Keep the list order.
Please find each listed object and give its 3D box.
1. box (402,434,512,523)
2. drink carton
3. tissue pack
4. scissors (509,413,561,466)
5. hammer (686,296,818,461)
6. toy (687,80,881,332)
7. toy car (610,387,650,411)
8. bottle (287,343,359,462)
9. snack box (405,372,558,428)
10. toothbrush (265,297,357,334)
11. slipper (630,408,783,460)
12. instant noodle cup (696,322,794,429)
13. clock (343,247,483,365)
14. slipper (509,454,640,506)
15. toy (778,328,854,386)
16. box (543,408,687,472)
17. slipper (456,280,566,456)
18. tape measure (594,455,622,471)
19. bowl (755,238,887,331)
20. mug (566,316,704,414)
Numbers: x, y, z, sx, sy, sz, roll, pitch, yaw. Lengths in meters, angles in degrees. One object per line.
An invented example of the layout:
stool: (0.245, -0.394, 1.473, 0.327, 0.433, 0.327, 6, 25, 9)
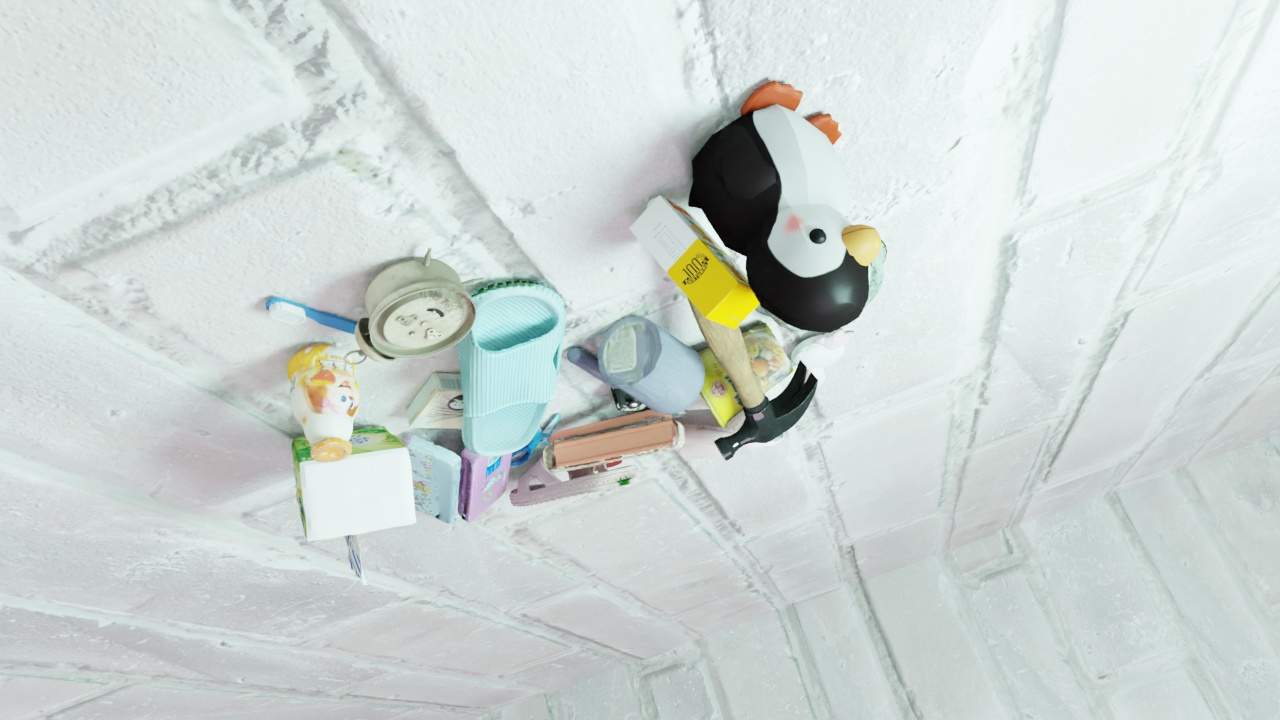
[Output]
box: (-0.228, 0.146, 1.153, 0.140, 0.062, 0.215, -7, 152, -16)
drink carton: (0.048, -0.088, 0.802, 0.040, 0.122, 0.058, -47, 153, 17)
tissue pack: (-0.294, 0.151, 0.937, 0.120, 0.141, 0.198, -6, -175, -16)
scissors: (-0.137, 0.105, 1.179, 0.113, 0.013, 0.141, -19, 156, -1)
hammer: (0.097, -0.018, 0.961, 0.132, 0.040, 0.305, -31, 133, -1)
toy: (0.116, -0.102, 0.748, 0.140, 0.184, 0.159, -34, 150, 30)
toy car: (0.008, 0.041, 1.115, 0.092, 0.040, 0.037, -3, 151, -28)
bottle: (-0.290, 0.039, 0.845, 0.063, 0.108, 0.063, -14, 150, -8)
snack box: (-0.176, 0.047, 1.027, 0.149, 0.026, 0.082, 5, 145, -37)
toothbrush: (-0.267, -0.028, 0.839, 0.016, 0.014, 0.166, -31, 152, 24)
slipper: (0.067, 0.095, 1.156, 0.222, 0.056, 0.106, 0, -171, 20)
instant noodle cup: (0.117, 0.012, 1.077, 0.108, 0.102, 0.102, -31, 152, 5)
clock: (-0.210, -0.039, 0.810, 0.141, 0.054, 0.093, -35, 150, 16)
slipper: (-0.090, 0.147, 1.202, 0.094, 0.064, 0.240, -7, 173, -39)
toy: (0.224, -0.008, 1.161, 0.075, 0.037, 0.126, -1, 147, -23)
box: (-0.031, 0.097, 1.114, 0.187, 0.055, 0.076, -13, -160, 22)
slipper: (-0.131, 0.027, 0.937, 0.115, 0.069, 0.277, -13, 144, -24)
tape measure: (-0.055, 0.134, 1.277, 0.059, 0.019, 0.051, -14, 150, -9)
bowl: (0.204, -0.077, 1.013, 0.157, 0.038, 0.158, -14, 153, -8)
mug: (-0.006, 0.006, 1.012, 0.124, 0.083, 0.104, -1, 162, 29)
